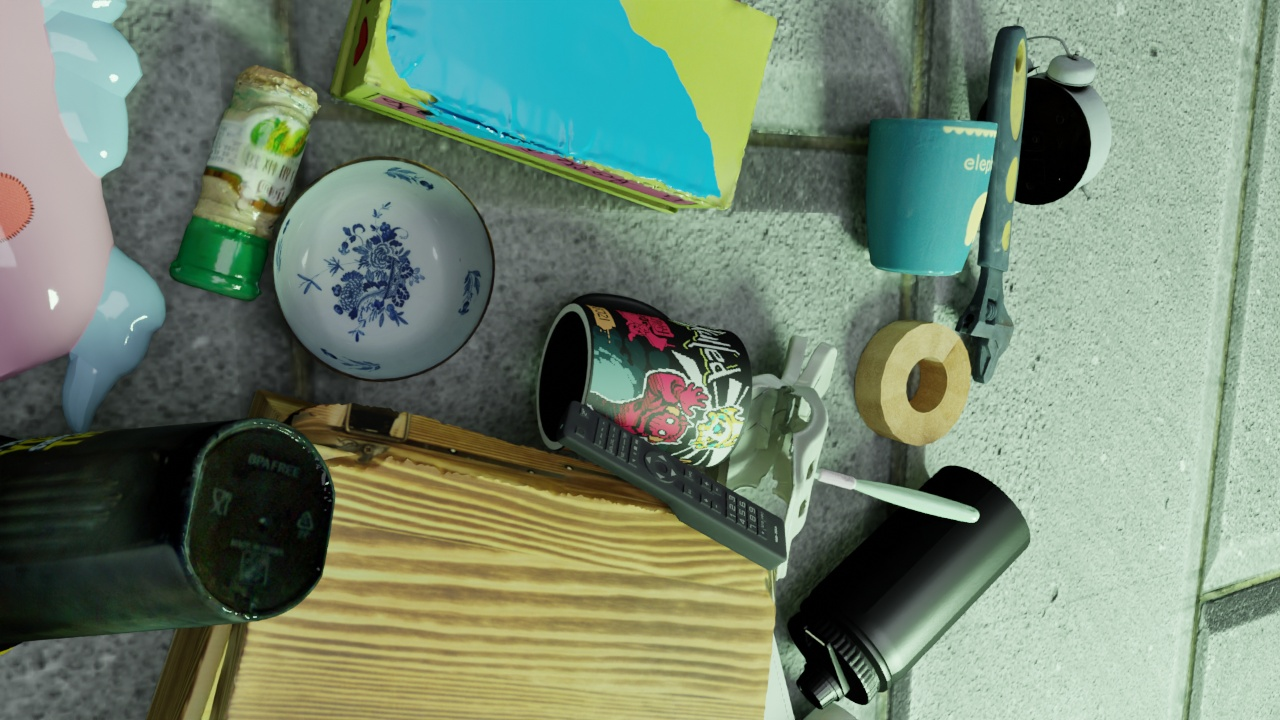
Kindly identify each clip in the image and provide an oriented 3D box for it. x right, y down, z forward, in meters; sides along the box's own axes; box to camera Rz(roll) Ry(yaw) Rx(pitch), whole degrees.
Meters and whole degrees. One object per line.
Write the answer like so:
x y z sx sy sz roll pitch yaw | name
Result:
0.079 0.049 0.596 0.101 0.127 0.151 4 53 2 | clip

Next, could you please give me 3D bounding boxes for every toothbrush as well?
0.168 0.094 0.656 0.155 0.022 0.015 14 124 -2 | toothbrush

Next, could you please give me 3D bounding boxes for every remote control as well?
0.017 0.065 0.471 0.136 0.032 0.015 31 120 -14 | remote control

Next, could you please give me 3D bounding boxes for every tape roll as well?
0.209 0.017 0.700 0.093 0.027 0.094 -5 100 -29 | tape roll

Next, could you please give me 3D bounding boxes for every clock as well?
0.298 -0.177 0.680 0.035 0.095 0.123 -24 114 -28 | clock

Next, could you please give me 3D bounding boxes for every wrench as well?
0.268 -0.106 0.690 0.073 0.022 0.274 -23 119 -38 | wrench

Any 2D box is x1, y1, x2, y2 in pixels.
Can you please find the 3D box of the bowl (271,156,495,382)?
-0.138 -0.049 0.486 0.114 0.045 0.114 -5 101 -29 | bowl

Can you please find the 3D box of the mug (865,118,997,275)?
0.207 -0.116 0.656 0.112 0.084 0.104 -16 113 -56 | mug

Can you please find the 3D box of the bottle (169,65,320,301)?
-0.193 -0.086 0.452 0.043 0.043 0.111 19 88 -30 | bottle

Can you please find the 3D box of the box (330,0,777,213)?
-0.043 -0.168 0.505 0.220 0.079 0.124 11 93 -28 | box

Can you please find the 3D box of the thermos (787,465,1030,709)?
0.191 0.172 0.682 0.198 0.086 0.086 -37 114 -19 | thermos

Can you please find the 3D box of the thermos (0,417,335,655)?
-0.228 0.072 0.368 0.098 0.221 0.098 32 53 -58 | thermos

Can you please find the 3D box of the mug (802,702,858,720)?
0.126 0.317 0.672 0.105 0.082 0.082 -37 114 -21 | mug

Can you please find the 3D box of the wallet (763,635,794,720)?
0.048 0.244 0.643 0.115 0.037 0.118 -20 104 -25 | wallet

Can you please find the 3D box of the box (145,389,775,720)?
-0.079 0.159 0.475 0.279 0.192 0.251 18 87 -29 | box

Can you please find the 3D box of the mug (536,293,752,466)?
-0.003 0.003 0.537 0.098 0.118 0.082 9 130 -25 | mug

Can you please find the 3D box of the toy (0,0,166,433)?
-0.267 -0.083 0.378 0.171 0.120 0.222 -38 114 -8 | toy
